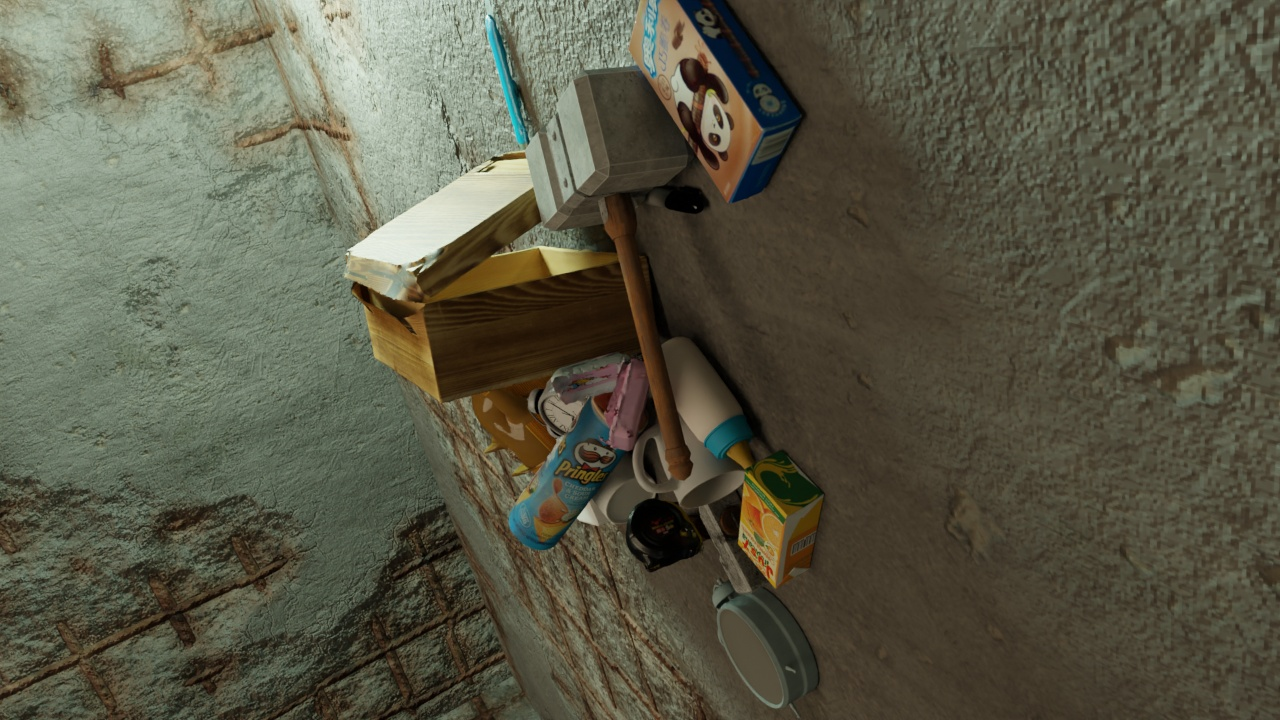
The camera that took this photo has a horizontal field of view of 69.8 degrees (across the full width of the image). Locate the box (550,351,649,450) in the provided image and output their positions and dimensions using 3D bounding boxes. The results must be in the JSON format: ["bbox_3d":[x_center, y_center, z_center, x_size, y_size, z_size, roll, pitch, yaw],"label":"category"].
[{"bbox_3d":[-0.041,0.034,0.901,0.202,0.095,0.088,94,-167,-81],"label":"box"}]

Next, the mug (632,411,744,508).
[{"bbox_3d":[0.037,0.088,0.876,0.089,0.107,0.071,64,146,26],"label":"mug"}]

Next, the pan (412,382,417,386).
[{"bbox_3d":[-0.220,-0.044,1.293,0.067,0.209,0.356,46,-176,0],"label":"pan"}]

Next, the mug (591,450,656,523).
[{"bbox_3d":[-0.026,0.158,1.166,0.090,0.074,0.110,45,177,43],"label":"mug"}]

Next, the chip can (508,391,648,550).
[{"bbox_3d":[-0.078,0.129,1.090,0.080,0.079,0.230,54,125,28],"label":"chip can"}]

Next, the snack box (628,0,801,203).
[{"bbox_3d":[0.047,-0.195,0.638,0.151,0.034,0.087,60,159,16],"label":"snack box"}]

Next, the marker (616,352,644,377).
[{"bbox_3d":[-0.006,0.006,0.985,0.023,0.021,0.145,34,159,-17],"label":"marker"}]

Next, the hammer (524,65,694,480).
[{"bbox_3d":[-0.003,-0.057,0.752,0.163,0.082,0.317,159,98,-68],"label":"hammer"}]

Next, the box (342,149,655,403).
[{"bbox_3d":[-0.170,-0.100,0.947,0.279,0.256,0.215,20,123,60],"label":"box"}]

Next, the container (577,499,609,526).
[{"bbox_3d":[-0.066,0.194,1.312,0.081,0.049,0.129,67,159,-4],"label":"container"}]

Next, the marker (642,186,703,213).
[{"bbox_3d":[0.017,-0.144,0.796,0.139,0.016,0.022,31,112,58],"label":"marker"}]

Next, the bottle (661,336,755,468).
[{"bbox_3d":[0.063,0.045,0.840,0.146,0.051,0.051,55,157,24],"label":"bottle"}]

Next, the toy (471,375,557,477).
[{"bbox_3d":[-0.147,0.082,1.254,0.203,0.163,0.198,53,-170,0],"label":"toy"}]

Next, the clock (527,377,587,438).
[{"bbox_3d":[-0.089,0.062,1.140,0.123,0.035,0.094,-11,128,36],"label":"clock"}]

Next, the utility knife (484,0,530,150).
[{"bbox_3d":[-0.146,-0.309,0.999,0.031,0.015,0.174,25,135,55],"label":"utility knife"}]

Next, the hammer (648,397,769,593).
[{"bbox_3d":[0.037,0.162,1.054,0.217,0.037,0.301,63,160,6],"label":"hammer"}]

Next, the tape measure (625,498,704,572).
[{"bbox_3d":[0.020,0.182,0.964,0.042,0.071,0.072,92,154,-58],"label":"tape measure"}]

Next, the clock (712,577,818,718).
[{"bbox_3d":[0.125,0.299,0.980,0.159,0.045,0.123,37,144,49],"label":"clock"}]

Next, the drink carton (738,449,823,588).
[{"bbox_3d":[0.123,0.145,0.822,0.058,0.041,0.123,48,154,37],"label":"drink carton"}]
